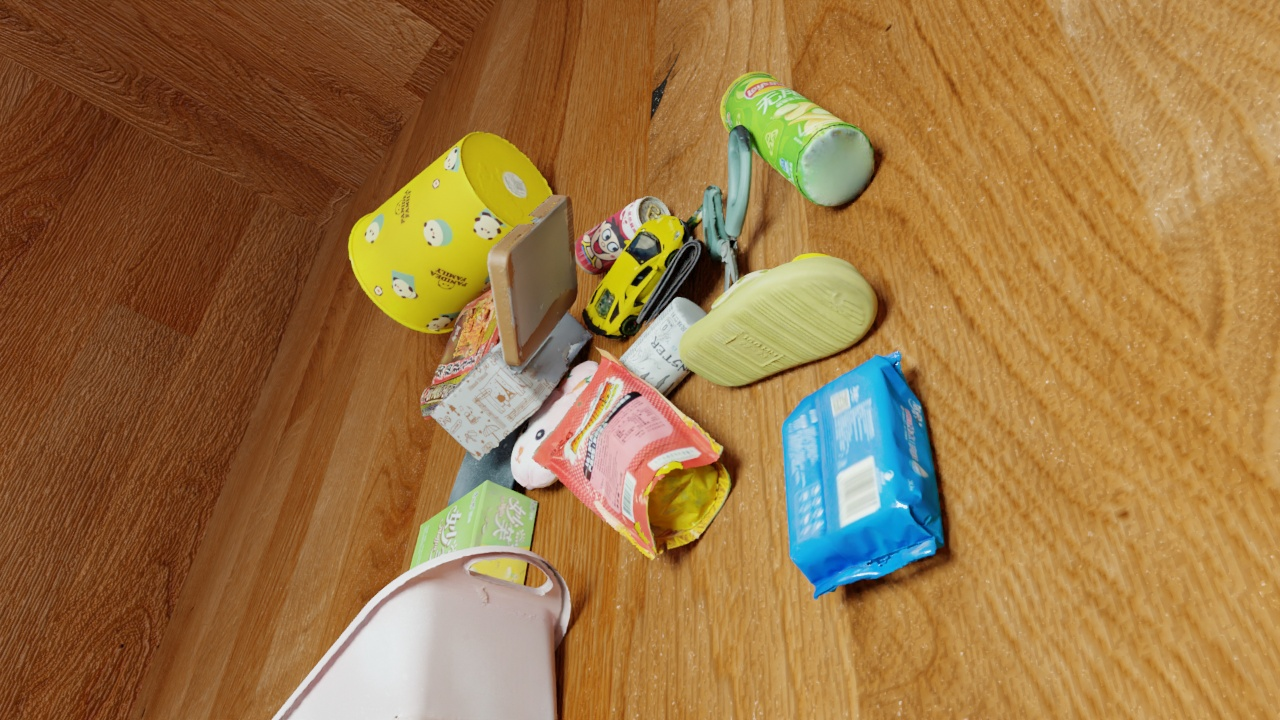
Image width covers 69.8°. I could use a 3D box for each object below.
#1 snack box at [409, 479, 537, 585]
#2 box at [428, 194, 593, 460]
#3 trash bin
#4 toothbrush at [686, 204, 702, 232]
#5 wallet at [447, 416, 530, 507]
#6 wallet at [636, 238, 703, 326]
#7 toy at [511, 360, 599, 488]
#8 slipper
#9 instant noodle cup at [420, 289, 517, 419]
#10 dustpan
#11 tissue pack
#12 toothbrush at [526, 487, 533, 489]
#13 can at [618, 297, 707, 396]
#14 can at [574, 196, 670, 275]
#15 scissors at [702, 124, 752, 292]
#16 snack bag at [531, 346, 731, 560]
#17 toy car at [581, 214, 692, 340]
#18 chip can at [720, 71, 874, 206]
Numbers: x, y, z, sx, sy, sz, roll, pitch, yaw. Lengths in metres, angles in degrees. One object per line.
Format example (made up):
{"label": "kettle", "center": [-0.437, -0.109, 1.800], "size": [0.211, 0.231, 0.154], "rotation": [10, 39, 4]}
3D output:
{"label": "snack box", "center": [-0.193, 0.252, 0.977], "size": [0.158, 0.070, 0.209], "rotation": [-35, 37, 40]}
{"label": "box", "center": [-0.126, -0.032, 1.011], "size": [0.275, 0.124, 0.178], "rotation": [-67, -5, 34]}
{"label": "trash bin", "center": [-0.280, -0.202, 1.412], "size": [0.256, 0.229, 0.229], "rotation": [-34, 37, 32]}
{"label": "toothbrush", "center": [0.016, -0.112, 1.028], "size": [0.186, 0.017, 0.012], "rotation": [-45, 69, 27]}
{"label": "wallet", "center": [-0.172, 0.121, 1.074], "size": [0.097, 0.019, 0.120], "rotation": [-20, 36, 29]}
{"label": "wallet", "center": [0.032, -0.079, 0.915], "size": [0.096, 0.020, 0.122], "rotation": [-55, -1, 9]}
{"label": "toy", "center": [-0.087, 0.067, 0.998], "size": [0.159, 0.054, 0.121], "rotation": [-58, 23, -11]}
{"label": "slipper", "center": [0.104, -0.042, 0.736], "size": [0.191, 0.091, 0.081], "rotation": [-31, 37, 49]}
{"label": "instant noodle cup", "center": [-0.218, -0.004, 1.256], "size": [0.165, 0.079, 0.188], "rotation": [-19, 49, 52]}
{"label": "dustpan", "center": [-0.183, 0.276, 0.792], "size": [0.274, 0.222, 0.138], "rotation": [-30, 51, 26]}
{"label": "tissue pack", "center": [0.143, 0.072, 0.597], "size": [0.095, 0.052, 0.156], "rotation": [-35, 36, 37]}
{"label": "toothbrush", "center": [-0.159, 0.117, 1.106], "size": [0.029, 0.021, 0.189], "rotation": [-31, 25, -13]}
{"label": "can", "center": [0.010, 0.009, 0.878], "size": [0.147, 0.058, 0.058], "rotation": [-47, 30, 24]}
{"label": "can", "center": [-0.022, -0.147, 1.087], "size": [0.133, 0.053, 0.053], "rotation": [-22, 46, 51]}
{"label": "scissors", "center": [0.086, -0.145, 0.872], "size": [0.172, 0.019, 0.180], "rotation": [-96, 14, -48]}
{"label": "snack bag", "center": [-0.015, 0.077, 0.798], "size": [0.208, 0.073, 0.128], "rotation": [34, 95, 52]}
{"label": "toy car", "center": [-0.005, -0.093, 1.001], "size": [0.156, 0.041, 0.071], "rotation": [-53, 45, 13]}
{"label": "chip can", "center": [0.140, -0.209, 0.850], "size": [0.073, 0.072, 0.221], "rotation": [-53, 28, 15]}
